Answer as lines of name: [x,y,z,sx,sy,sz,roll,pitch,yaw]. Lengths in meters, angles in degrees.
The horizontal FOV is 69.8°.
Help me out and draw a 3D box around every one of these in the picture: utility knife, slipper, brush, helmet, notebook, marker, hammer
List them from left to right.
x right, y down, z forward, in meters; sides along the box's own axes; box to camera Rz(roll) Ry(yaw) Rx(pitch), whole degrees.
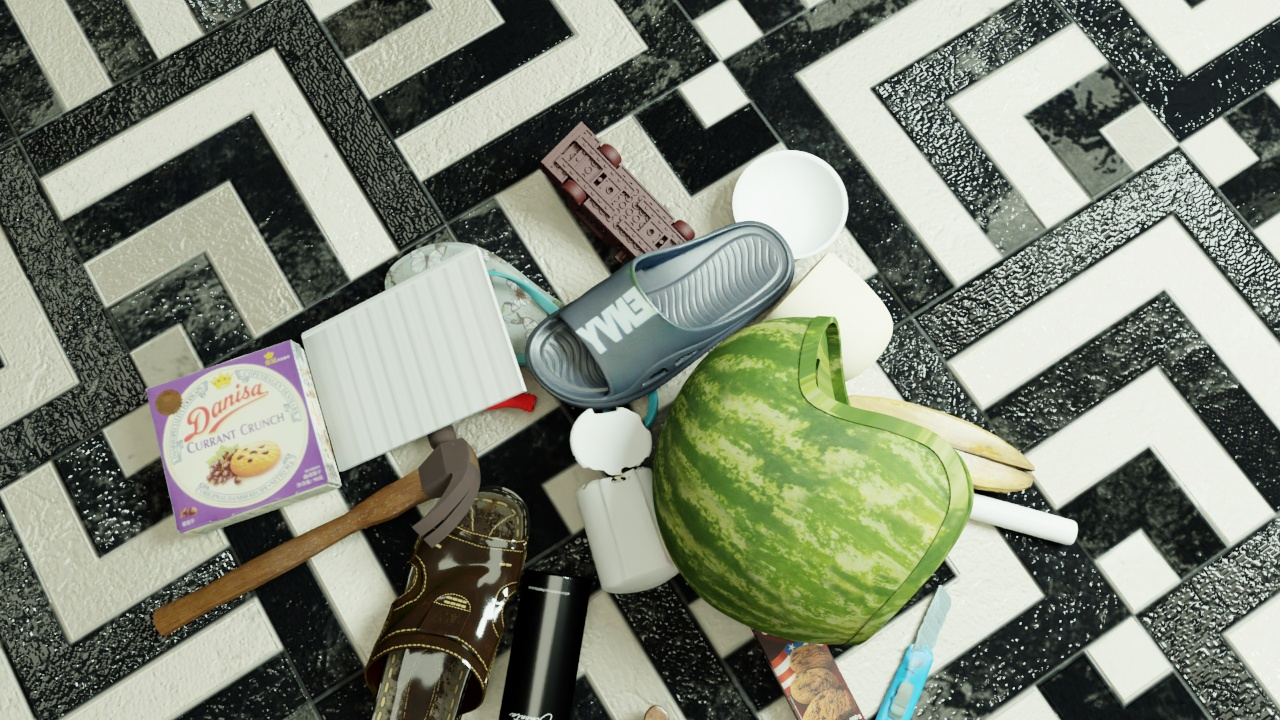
hammer: [-0.293,0.164,0.833,0.323,0.033,0.115,-28,41,1]
notebook: [-0.216,0.000,0.854,0.210,0.009,0.142,-23,78,19]
slipper: [-0.173,0.237,0.804,0.113,0.076,0.267,18,78,5]
slipper: [-0.127,-0.045,0.870,0.269,0.055,0.098,26,80,12]
slipper: [0.025,-0.046,0.820,0.268,0.083,0.110,-29,83,-8]
helmet: [0.126,0.098,0.746,0.247,0.213,0.243,43,100,21]
utility knife: [0.230,0.295,0.811,0.031,0.015,0.205,27,78,3]
brush: [0.262,0.077,0.845,0.195,0.043,0.059,19,79,5]
marker: [0.328,0.139,0.837,0.133,0.027,0.023,15,63,5]

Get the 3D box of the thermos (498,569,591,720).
thermos: [-0.090,0.302,0.794,0.061,0.061,0.231,8,77,3]

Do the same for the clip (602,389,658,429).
clip: [-0.025,0.007,0.880,0.114,0.028,0.127,-10,77,5]

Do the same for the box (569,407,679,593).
box: [-0.016,0.122,0.820,0.083,0.092,0.165,-17,75,-8]

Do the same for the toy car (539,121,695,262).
toy car: [-0.020,-0.145,0.892,0.170,0.062,0.070,45,81,-10]

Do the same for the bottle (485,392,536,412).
bottle: [-0.157,0.026,0.873,0.119,0.036,0.036,16,78,5]

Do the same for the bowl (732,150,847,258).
bowl: [0.144,-0.147,0.901,0.110,0.040,0.110,0,79,2]

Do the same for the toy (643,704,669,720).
toy: [-0.002,0.345,0.784,0.112,0.067,0.087,-19,77,-12]

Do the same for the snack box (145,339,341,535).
snack box: [-0.374,0.073,0.866,0.143,0.040,0.148,-19,77,-3]

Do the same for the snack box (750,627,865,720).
snack box: [0.144,0.271,0.809,0.051,0.032,0.141,-26,77,-4]

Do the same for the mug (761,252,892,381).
mug: [0.169,-0.024,0.846,0.100,0.096,0.120,43,86,3]
